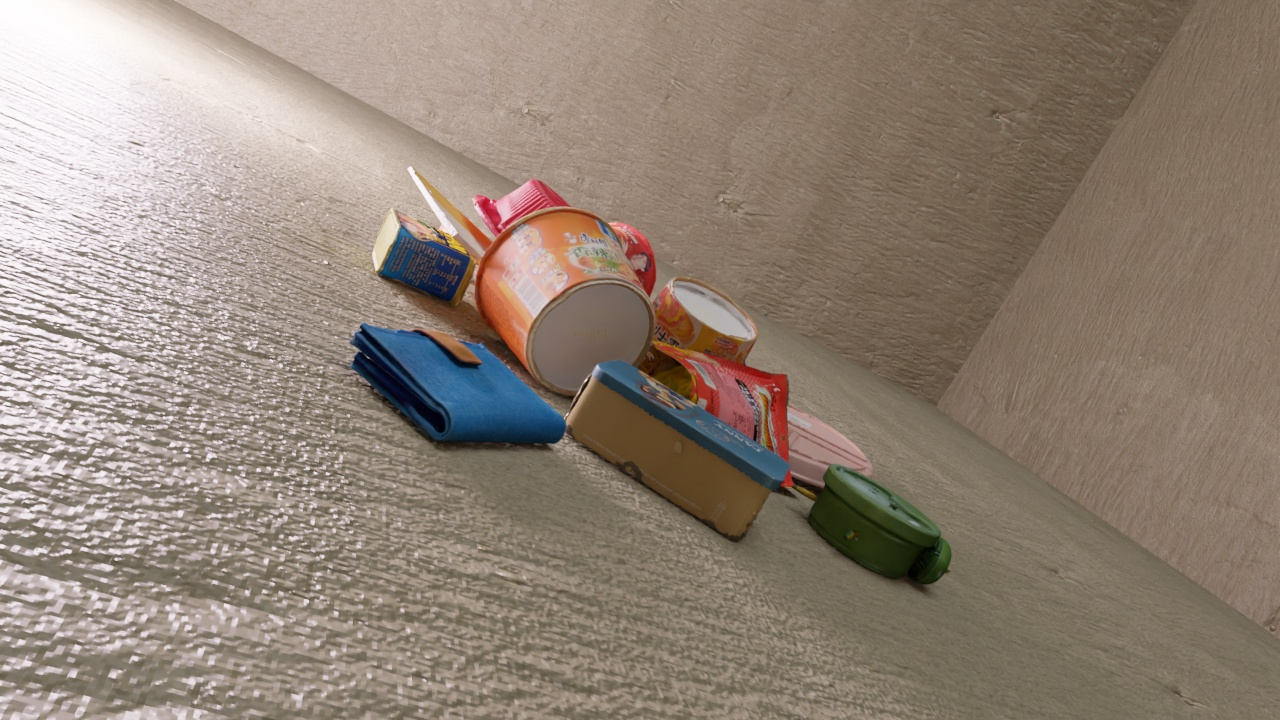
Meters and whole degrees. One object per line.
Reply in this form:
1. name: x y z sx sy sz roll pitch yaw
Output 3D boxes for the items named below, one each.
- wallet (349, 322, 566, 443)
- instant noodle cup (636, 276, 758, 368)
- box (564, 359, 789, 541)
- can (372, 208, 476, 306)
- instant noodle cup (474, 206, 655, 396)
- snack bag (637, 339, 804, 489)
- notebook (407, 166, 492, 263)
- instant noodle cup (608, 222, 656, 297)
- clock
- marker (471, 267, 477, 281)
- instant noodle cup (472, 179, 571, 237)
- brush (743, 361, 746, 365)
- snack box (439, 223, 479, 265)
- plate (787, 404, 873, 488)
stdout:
1. wallet: -0.121 0.018 0.624 0.106 0.040 0.133 39 12 25
2. instant noodle cup: 0.051 -0.013 0.963 0.138 0.110 0.137 26 27 -14
3. box: 0.034 0.070 0.724 0.184 0.063 0.089 29 10 8
4. can: -0.215 -0.104 0.907 0.083 0.057 0.102 23 12 -26
5. instant noodle cup: -0.062 -0.046 0.823 0.151 0.151 0.111 22 21 -38
6. snack bag: 0.084 0.053 0.876 0.207 0.073 0.128 18 57 -44
7. notebook: -0.143 -0.099 0.921 0.206 0.010 0.146 44 5 -46
8. instant noodle cup: -0.062 -0.122 1.232 0.138 0.138 0.108 35 19 26
9. clock: 0.227 0.156 0.861 0.161 0.056 0.116 24 12 -29
10. marker: -0.212 -0.111 1.068 0.145 0.017 0.017 30 10 6
11. instant noodle cup: -0.084 -0.122 0.964 0.194 0.066 0.193 46 8 -8
12. brush: 0.079 0.002 1.098 0.073 0.055 0.144 31 -4 -33
13. snack box: -0.174 -0.121 1.144 0.077 0.027 0.155 31 4 42
14. plate: 0.168 0.085 1.065 0.229 0.028 0.229 22 13 -6
